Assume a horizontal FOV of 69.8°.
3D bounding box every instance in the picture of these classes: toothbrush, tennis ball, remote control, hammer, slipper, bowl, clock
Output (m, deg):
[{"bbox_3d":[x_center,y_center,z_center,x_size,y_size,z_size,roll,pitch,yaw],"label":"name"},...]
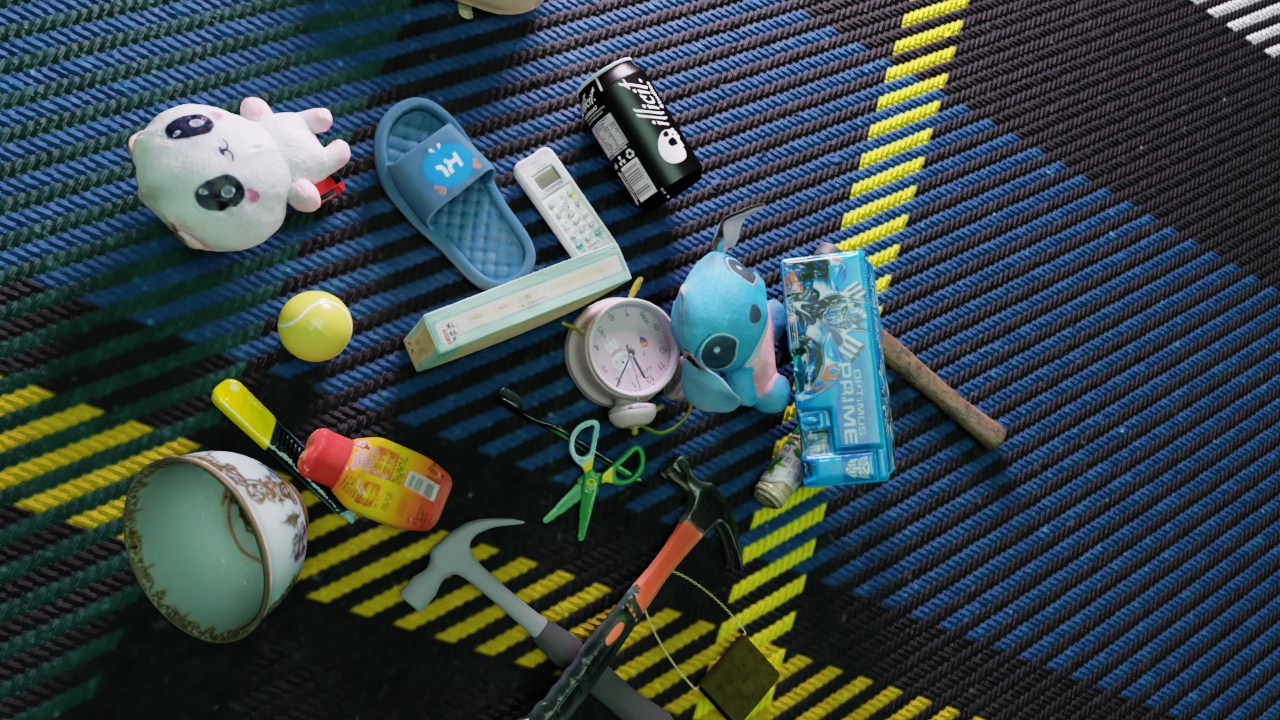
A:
[{"bbox_3d":[-0.068,0.080,0.944,0.188,0.014,0.017,33,56,-15],"label":"toothbrush"},{"bbox_3d":[-0.299,-0.031,0.843,0.065,0.065,0.065,3,82,-20],"label":"tennis ball"},{"bbox_3d":[-0.080,-0.158,0.966,0.050,0.022,0.133,-37,96,-20],"label":"remote control"},{"bbox_3d":[0.306,0.008,1.087,0.330,0.033,0.119,38,76,-13],"label":"hammer"},{"bbox_3d":[-0.016,0.253,0.907,0.133,0.033,0.332,48,62,-10],"label":"hammer"},{"bbox_3d":[-0.184,-0.161,0.909,0.103,0.059,0.214,-36,98,-19],"label":"slipper"},{"bbox_3d":[-0.342,0.144,0.778,0.160,0.160,0.093,66,27,-2],"label":"bowl"},{"bbox_3d":[-0.006,0.006,0.952,0.116,0.059,0.158,-33,96,-21],"label":"clock"},{"bbox_3d":[-0.080,0.276,0.905,0.311,0.030,0.124,44,71,-11],"label":"hammer"}]

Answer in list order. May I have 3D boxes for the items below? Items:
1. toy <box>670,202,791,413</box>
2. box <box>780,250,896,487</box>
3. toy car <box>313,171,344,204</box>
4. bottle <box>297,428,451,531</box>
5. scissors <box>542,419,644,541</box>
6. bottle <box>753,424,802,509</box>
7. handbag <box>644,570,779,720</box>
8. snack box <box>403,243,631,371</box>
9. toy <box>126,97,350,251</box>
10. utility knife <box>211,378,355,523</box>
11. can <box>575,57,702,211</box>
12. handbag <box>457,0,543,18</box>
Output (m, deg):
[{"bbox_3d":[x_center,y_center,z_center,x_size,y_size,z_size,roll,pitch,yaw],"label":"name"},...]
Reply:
[{"bbox_3d":[0.102,-0.042,0.954,0.191,0.099,0.223,35,59,-52],"label":"toy"},{"bbox_3d":[0.221,0.010,1.008,0.114,0.113,0.243,-6,87,7],"label":"box"},{"bbox_3d":[-0.323,-0.192,0.877,0.038,0.025,0.089,-35,98,-16],"label":"toy car"},{"bbox_3d":[-0.245,0.107,0.845,0.134,0.049,0.071,28,70,-23],"label":"bottle"},{"bbox_3d":[-0.057,0.118,0.934,0.130,0.012,0.112,-39,103,-11],"label":"scissors"},{"bbox_3d":[0.168,0.113,1.014,0.042,0.043,0.109,43,72,-11],"label":"bottle"},{"bbox_3d":[0.063,0.291,0.964,0.084,0.027,0.178,-42,93,-22],"label":"handbag"},{"bbox_3d":[-0.120,-0.048,0.872,0.193,0.142,0.044,-23,92,-22],"label":"snack box"},{"bbox_3d":[-0.351,-0.171,0.819,0.179,0.102,0.139,-27,86,-17],"label":"toy"},{"bbox_3d":[-0.323,0.085,0.843,0.174,0.020,0.028,47,56,-9],"label":"utility knife"},{"bbox_3d":[-0.001,-0.238,0.975,0.080,0.080,0.146,-34,95,-21],"label":"can"},{"bbox_3d":[-0.192,-0.459,0.936,0.232,0.089,0.190,2,77,-18],"label":"handbag"}]
